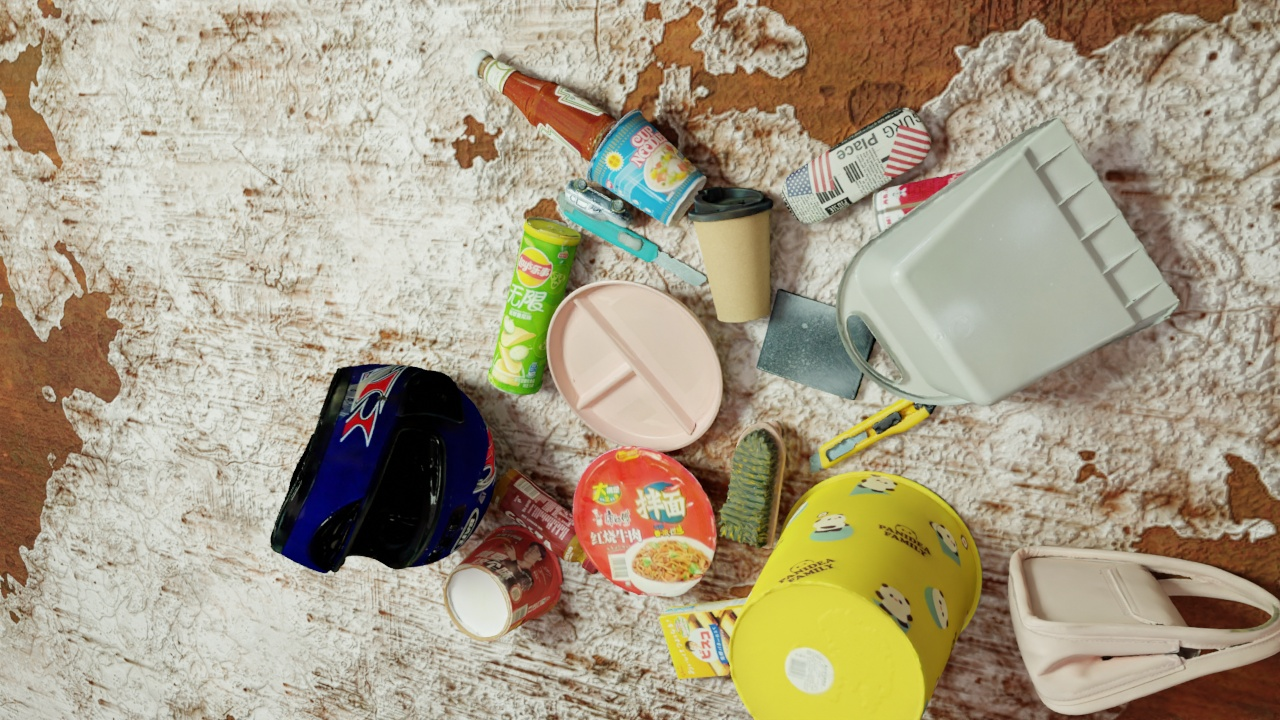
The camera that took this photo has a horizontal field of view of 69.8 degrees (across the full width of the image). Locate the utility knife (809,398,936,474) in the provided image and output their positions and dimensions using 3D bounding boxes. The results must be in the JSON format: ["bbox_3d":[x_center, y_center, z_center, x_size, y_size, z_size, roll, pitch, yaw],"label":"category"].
[{"bbox_3d":[0.255,0.082,1.022,0.172,0.015,0.033,-36,82,27],"label":"utility knife"}]

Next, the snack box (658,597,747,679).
[{"bbox_3d":[0.100,0.347,1.148,0.141,0.033,0.087,-15,94,29],"label":"snack box"}]

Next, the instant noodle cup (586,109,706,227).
[{"bbox_3d":[0.012,-0.211,1.036,0.110,0.099,0.099,38,115,5],"label":"instant noodle cup"}]

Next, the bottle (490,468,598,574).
[{"bbox_3d":[-0.117,0.214,1.208,0.175,0.057,0.058,35,114,15],"label":"bottle"}]

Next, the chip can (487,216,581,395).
[{"bbox_3d":[-0.135,-0.063,1.146,0.072,0.072,0.222,24,111,19],"label":"chip can"}]

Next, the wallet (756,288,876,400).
[{"bbox_3d":[0.197,-0.018,1.027,0.121,0.019,0.097,20,108,19],"label":"wallet"}]

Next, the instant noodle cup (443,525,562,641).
[{"bbox_3d":[-0.189,0.303,1.234,0.138,0.108,0.138,6,103,24],"label":"instant noodle cup"}]

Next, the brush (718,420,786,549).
[{"bbox_3d":[0.134,0.141,1.062,0.063,0.072,0.146,13,102,28],"label":"brush"}]

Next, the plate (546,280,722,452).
[{"bbox_3d":[-0.007,0.006,1.096,0.230,0.028,0.230,13,122,22],"label":"plate"}]

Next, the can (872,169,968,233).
[{"bbox_3d":[0.305,-0.159,0.922,0.133,0.053,0.053,-9,97,27],"label":"can"}]

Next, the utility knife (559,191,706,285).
[{"bbox_3d":[-0.014,-0.145,1.102,0.218,0.013,0.029,30,112,17],"label":"utility knife"}]

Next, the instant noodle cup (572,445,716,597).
[{"bbox_3d":[0.014,0.192,1.136,0.194,0.065,0.194,5,103,25],"label":"instant noodle cup"}]

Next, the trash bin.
[{"bbox_3d":[0.219,0.262,0.945,0.230,0.254,0.230,6,104,24],"label":"trash bin"}]

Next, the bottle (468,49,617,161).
[{"bbox_3d":[-0.119,-0.309,1.093,0.206,0.059,0.060,35,114,15],"label":"bottle"}]

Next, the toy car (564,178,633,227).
[{"bbox_3d":[-0.049,-0.184,1.090,0.090,0.043,0.034,30,85,15],"label":"toy car"}]

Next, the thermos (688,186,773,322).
[{"bbox_3d":[0.106,-0.119,1.014,0.093,0.092,0.143,-1,110,26],"label":"thermos"}]

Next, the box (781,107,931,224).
[{"bbox_3d":[0.225,-0.203,0.963,0.165,0.051,0.068,-27,79,27],"label":"box"}]

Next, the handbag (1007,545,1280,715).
[{"bbox_3d":[0.476,0.241,0.864,0.234,0.193,0.093,-10,99,17],"label":"handbag"}]

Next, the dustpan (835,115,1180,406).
[{"bbox_3d":[0.333,-0.069,0.914,0.258,0.142,0.222,-37,98,2],"label":"dustpan"}]

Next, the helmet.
[{"bbox_3d":[-0.303,0.145,1.148,0.240,0.315,0.248,21,113,-16],"label":"helmet"}]
